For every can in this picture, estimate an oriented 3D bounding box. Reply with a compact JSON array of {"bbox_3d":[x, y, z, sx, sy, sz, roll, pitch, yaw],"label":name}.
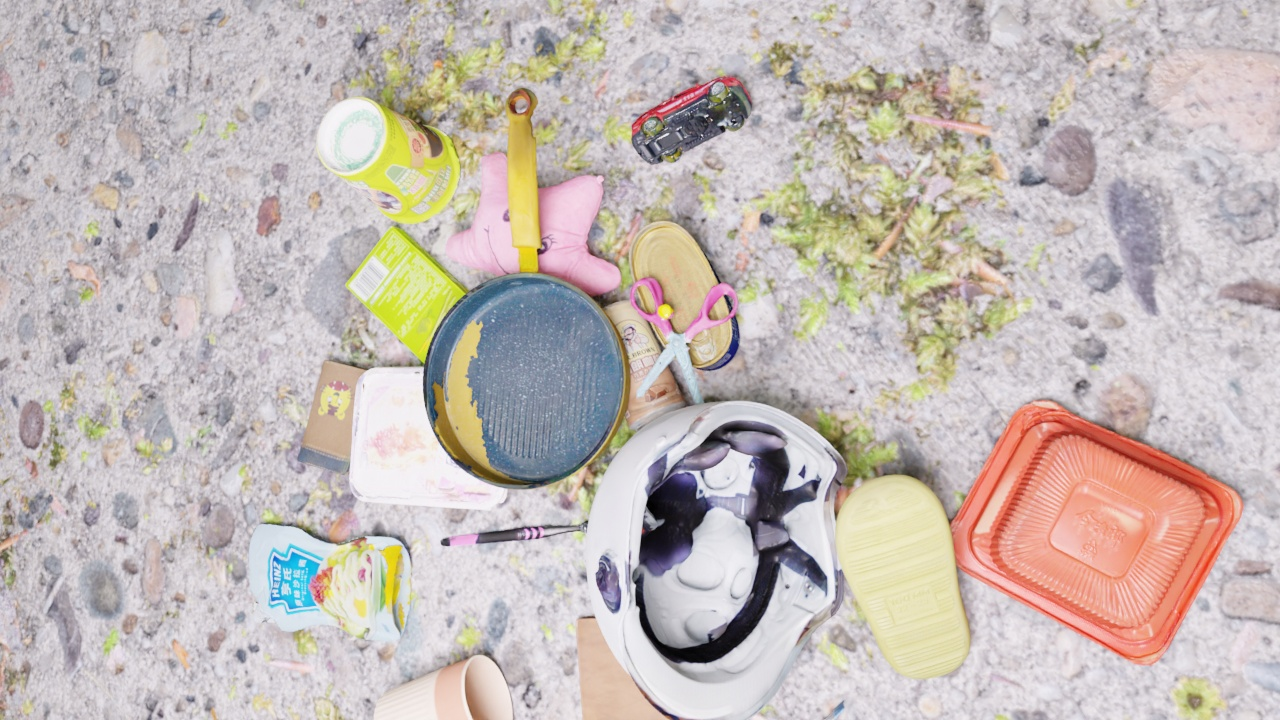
[{"bbox_3d":[0.042,-0.060,0.871,0.075,0.049,0.148,-28,76,13],"label":"can"},{"bbox_3d":[-0.005,0.005,0.873,0.058,0.058,0.116,-28,76,12],"label":"can"}]

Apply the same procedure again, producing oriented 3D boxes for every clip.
[{"bbox_3d":[0.162,0.323,0.802,0.058,0.027,0.045,-39,81,13],"label":"clip"}]

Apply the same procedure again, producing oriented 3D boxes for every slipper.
[{"bbox_3d":[0.218,0.177,0.774,0.092,0.081,0.190,-18,105,7],"label":"slipper"}]

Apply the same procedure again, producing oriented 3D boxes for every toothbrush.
[{"bbox_3d":[-0.117,0.173,0.911,0.189,0.017,0.014,-9,83,17],"label":"toothbrush"}]

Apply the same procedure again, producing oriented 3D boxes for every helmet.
[{"bbox_3d":[0.045,0.157,0.776,0.146,0.228,0.258,9,93,58],"label":"helmet"}]

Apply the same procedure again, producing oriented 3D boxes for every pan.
[{"bbox_3d":[-0.105,-0.062,0.835,0.198,0.078,0.357,2,86,16],"label":"pan"}]

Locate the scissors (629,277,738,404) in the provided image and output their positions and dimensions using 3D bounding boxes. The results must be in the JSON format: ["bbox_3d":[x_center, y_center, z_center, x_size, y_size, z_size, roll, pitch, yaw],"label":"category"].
[{"bbox_3d":[0.040,-0.022,0.831,0.131,0.017,0.133,-23,77,9],"label":"scissors"}]

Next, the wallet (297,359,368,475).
[{"bbox_3d":[-0.313,0.062,0.978,0.090,0.033,0.115,11,83,19],"label":"wallet"}]

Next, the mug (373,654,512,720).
[{"bbox_3d":[-0.182,0.352,0.883,0.106,0.081,0.114,-24,107,15],"label":"mug"}]

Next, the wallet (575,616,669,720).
[{"bbox_3d":[-0.004,0.290,0.861,0.115,0.020,0.101,-6,82,19],"label":"wallet"}]

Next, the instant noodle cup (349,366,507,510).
[{"bbox_3d":[-0.201,0.077,0.925,0.174,0.060,0.138,1,83,16],"label":"instant noodle cup"}]

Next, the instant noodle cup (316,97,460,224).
[{"bbox_3d":[-0.264,-0.211,0.945,0.112,0.123,0.111,-2,82,17],"label":"instant noodle cup"}]

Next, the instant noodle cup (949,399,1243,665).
[{"bbox_3d":[0.360,0.133,0.734,0.189,0.079,0.164,27,90,21],"label":"instant noodle cup"}]

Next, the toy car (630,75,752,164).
[{"bbox_3d":[0.048,-0.236,0.888,0.121,0.053,0.045,-20,53,18],"label":"toy car"}]

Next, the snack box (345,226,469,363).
[{"bbox_3d":[-0.233,-0.063,0.969,0.156,0.026,0.086,41,96,18],"label":"snack box"}]

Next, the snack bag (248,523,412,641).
[{"bbox_3d":[-0.331,0.232,0.960,0.191,0.038,0.110,1,95,18],"label":"snack bag"}]

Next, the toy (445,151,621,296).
[{"bbox_3d":[-0.104,-0.127,0.908,0.179,0.074,0.194,-42,78,18],"label":"toy"}]
